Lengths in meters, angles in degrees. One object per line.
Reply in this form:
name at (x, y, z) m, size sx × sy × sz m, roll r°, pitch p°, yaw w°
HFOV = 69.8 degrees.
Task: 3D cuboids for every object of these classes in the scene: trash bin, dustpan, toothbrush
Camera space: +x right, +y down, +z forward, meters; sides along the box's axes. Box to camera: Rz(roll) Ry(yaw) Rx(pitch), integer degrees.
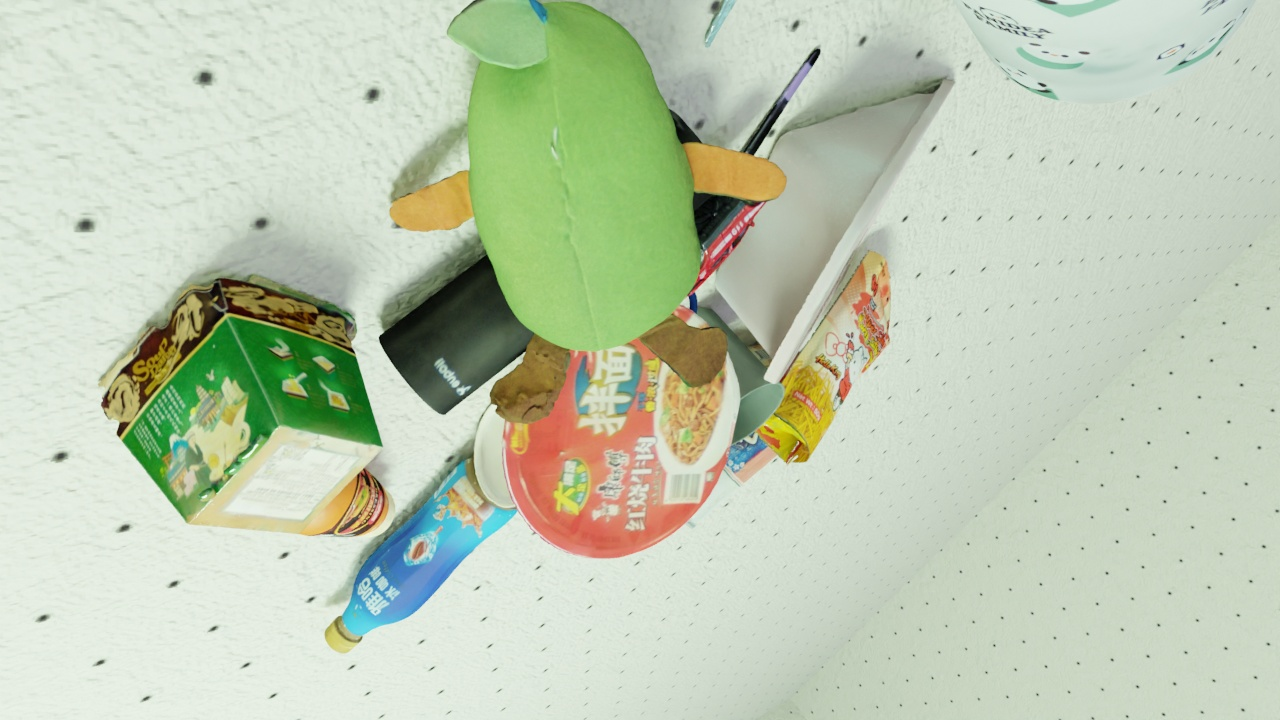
trash bin at (0.268, -0.276, 0.527) m, size 0.230 × 0.229 × 0.251 m, roll -47°, pitch 156°, yaw 16°
dustpan at (0.180, -0.092, 0.770) m, size 0.272 × 0.139 × 0.223 m, roll -19°, pitch 146°, yaw -32°
toothbrush at (0.080, -0.151, 0.696) m, size 0.014 × 0.016 × 0.189 m, roll 1°, pitch 131°, yaw -50°

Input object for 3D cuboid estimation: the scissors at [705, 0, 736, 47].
scissors at (0.075, -0.246, 0.551) m, size 0.133 × 0.017 × 0.134 m, roll -15°, pitch 149°, yaw -41°

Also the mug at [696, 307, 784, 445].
mug at (0.050, 0.022, 0.823) m, size 0.123 × 0.103 × 0.084 m, roll -25°, pitch 149°, yaw -23°

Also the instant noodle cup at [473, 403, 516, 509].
instant noodle cup at (-0.065, 0.077, 0.764) m, size 0.114 × 0.118 × 0.119 m, roll 12°, pitch 125°, yaw -46°

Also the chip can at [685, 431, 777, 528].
chip can at (0.118, 0.097, 1.050) m, size 0.215 × 0.071 × 0.071 m, roll -40°, pitch 152°, yaw 3°

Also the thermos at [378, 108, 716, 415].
thermos at (-0.063, -0.072, 0.605) m, size 0.242 × 0.068 × 0.090 m, roll -39°, pitch 120°, yaw -2°

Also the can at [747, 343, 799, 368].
can at (0.110, 0.015, 0.931) m, size 0.116 × 0.058 × 0.059 m, roll -14°, pitch 143°, yaw -39°

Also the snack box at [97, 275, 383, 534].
snack box at (-0.216, 0.034, 0.522) m, size 0.118 × 0.105 × 0.117 m, roll -44°, pitch 152°, yaw 11°

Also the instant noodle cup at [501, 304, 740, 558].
instant noodle cup at (-0.022, 0.044, 0.671) m, size 0.193 × 0.066 × 0.194 m, roll -8°, pitch 106°, yaw -30°

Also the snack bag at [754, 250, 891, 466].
snack bag at (0.193, 0.002, 0.920) m, size 0.207 × 0.073 × 0.129 m, roll -49°, pitch 139°, yaw -21°

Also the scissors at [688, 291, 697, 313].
scissors at (-0.001, 0.002, 0.738) m, size 0.162 × 0.012 × 0.175 m, roll 45°, pitch 64°, yaw -34°

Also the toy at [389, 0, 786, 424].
toy at (-0.031, -0.083, 0.519) m, size 0.227 × 0.089 × 0.247 m, roll -7°, pitch 118°, yaw 3°

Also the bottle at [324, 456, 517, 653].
bottle at (-0.197, 0.177, 0.800) m, size 0.219 × 0.065 × 0.065 m, roll -46°, pitch 151°, yaw 12°

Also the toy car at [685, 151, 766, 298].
toy car at (0.046, -0.095, 0.650) m, size 0.120 × 0.053 × 0.045 m, roll -50°, pitch 140°, yaw -6°

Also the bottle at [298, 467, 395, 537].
bottle at (-0.219, 0.102, 0.674) m, size 0.066 × 0.066 × 0.149 m, roll -36°, pitch 159°, yaw -4°
